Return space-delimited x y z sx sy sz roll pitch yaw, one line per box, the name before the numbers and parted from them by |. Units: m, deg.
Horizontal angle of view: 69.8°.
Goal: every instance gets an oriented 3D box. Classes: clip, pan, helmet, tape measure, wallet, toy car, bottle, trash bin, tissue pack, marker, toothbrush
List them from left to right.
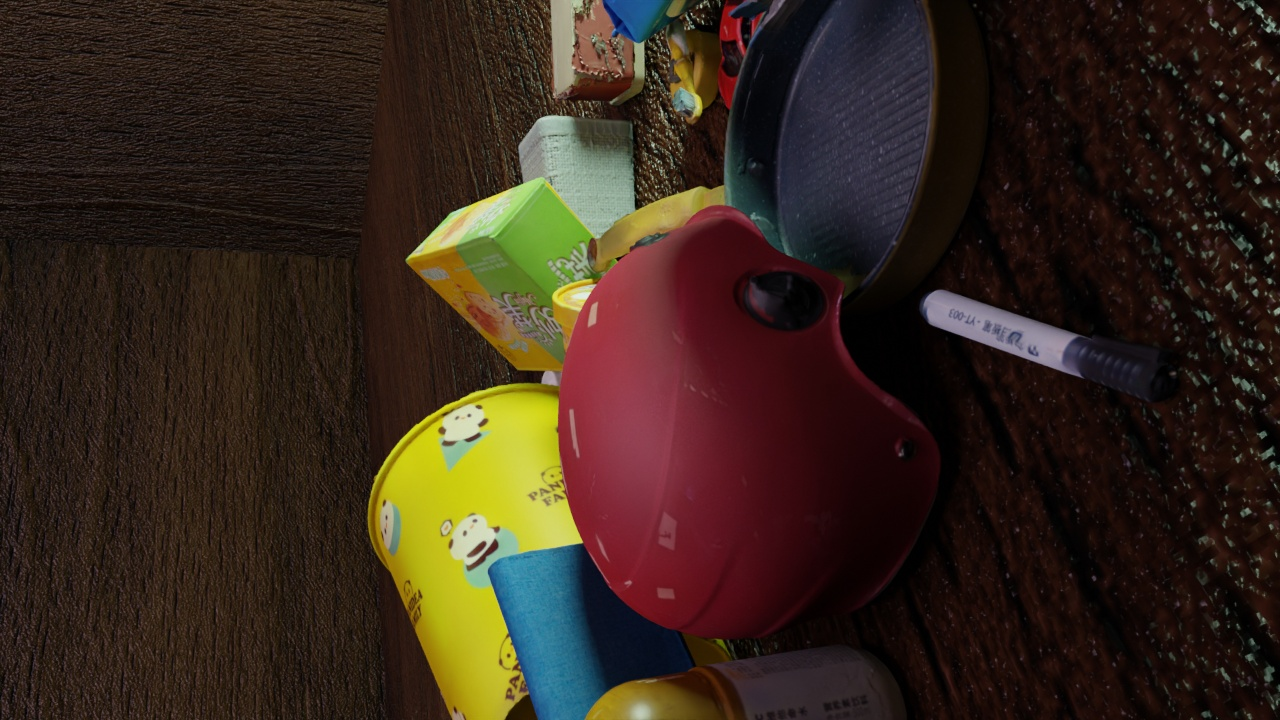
trash bin | -0.067 0.180 0.698 0.255 0.229 0.230 52 136 49
wallet | -0.020 0.165 0.516 0.040 0.106 0.133 -56 48 39
toothbrush | 0.025 -0.202 0.621 0.016 0.018 0.191 -48 26 28
helmet | 0.024 0.040 0.495 0.240 0.143 0.207 61 152 19
tissue pack | 0.035 -0.280 0.616 0.052 0.094 0.157 49 155 -3
tape measure | 0.039 -0.218 0.685 0.057 0.028 0.060 -179 89 -67
bottle | 0.040 0.185 0.452 0.068 0.189 0.068 179 90 -66
pan | 0.060 -0.107 0.564 0.358 0.078 0.197 157 112 -66
toy car | 0.071 -0.217 0.606 0.049 0.031 0.106 -134 47 -61
clip | 0.076 -0.189 0.476 0.058 0.027 0.045 -40 72 38
marker | 0.164 -0.011 0.386 0.131 0.018 0.023 38 115 62

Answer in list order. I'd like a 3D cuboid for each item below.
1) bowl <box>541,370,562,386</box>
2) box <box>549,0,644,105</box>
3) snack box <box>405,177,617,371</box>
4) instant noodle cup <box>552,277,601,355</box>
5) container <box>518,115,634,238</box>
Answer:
bowl | -0.059 0.036 0.873 0.114 0.062 0.113 179 90 -67
box | -0.047 -0.315 0.799 0.091 0.080 0.168 -167 74 -71
snack box | -0.099 -0.065 0.804 0.070 0.157 0.210 -52 25 -20
instant noodle cup | -0.004 0.004 0.679 0.118 0.118 0.114 -142 48 -63
container | -0.056 -0.151 0.841 0.090 0.090 0.114 161 105 -67
